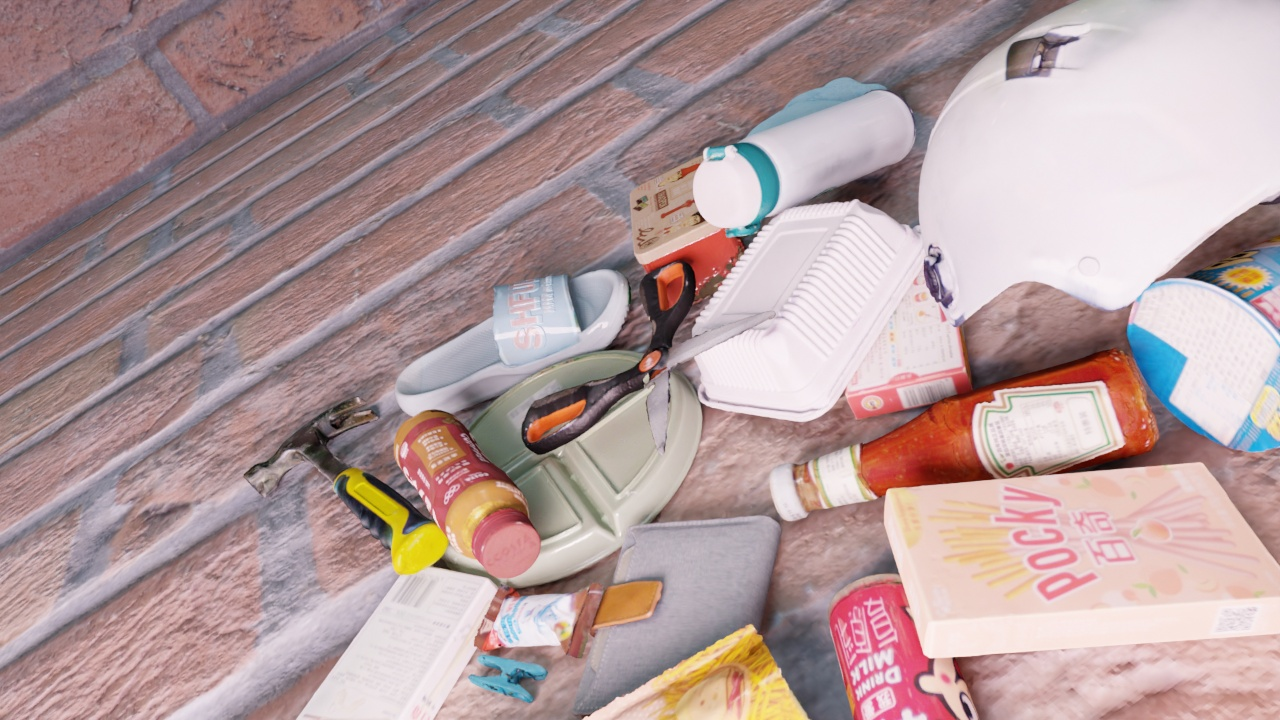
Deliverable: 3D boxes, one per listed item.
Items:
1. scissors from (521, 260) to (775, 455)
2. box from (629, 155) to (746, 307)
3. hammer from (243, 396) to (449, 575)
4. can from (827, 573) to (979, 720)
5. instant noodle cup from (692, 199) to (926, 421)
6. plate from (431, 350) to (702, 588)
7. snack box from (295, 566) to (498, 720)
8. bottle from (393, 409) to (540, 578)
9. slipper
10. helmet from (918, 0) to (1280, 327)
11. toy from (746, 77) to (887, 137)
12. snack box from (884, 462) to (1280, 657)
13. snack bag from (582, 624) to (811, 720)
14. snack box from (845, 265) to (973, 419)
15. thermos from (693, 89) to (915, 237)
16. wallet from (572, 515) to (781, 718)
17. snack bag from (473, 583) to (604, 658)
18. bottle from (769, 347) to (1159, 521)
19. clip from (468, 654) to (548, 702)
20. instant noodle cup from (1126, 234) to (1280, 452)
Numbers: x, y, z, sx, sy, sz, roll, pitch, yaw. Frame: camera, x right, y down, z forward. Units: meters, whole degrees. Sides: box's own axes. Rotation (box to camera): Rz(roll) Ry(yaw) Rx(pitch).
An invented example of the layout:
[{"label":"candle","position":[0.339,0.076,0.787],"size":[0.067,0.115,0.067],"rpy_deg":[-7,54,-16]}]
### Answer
[{"label":"scissors","position":[-0.003,0.003,0.649],"size":[0.221,0.021,0.229],"rpy_deg":[-35,27,20]},{"label":"box","position":[0.047,-0.110,0.816],"size":[0.091,0.078,0.168],"rpy_deg":[-24,28,11]},{"label":"hammer","position":[-0.238,0.102,0.766],"size":[0.126,0.032,0.324],"rpy_deg":[-44,31,-20]},{"label":"can","position":[0.124,0.164,0.412],"size":[0.053,0.053,0.132],"rpy_deg":[-22,35,12]},{"label":"instant noodle cup","position":[0.109,-0.045,0.652],"size":[0.173,0.060,0.138],"rpy_deg":[-52,28,-19]},{"label":"plate","position":[-0.063,0.071,0.698],"size":[0.230,0.027,0.229],"rpy_deg":[-20,35,14]},{"label":"snack box","position":[-0.162,0.206,0.599],"size":[0.085,0.027,0.156],"rpy_deg":[0,45,37]},{"label":"bottle","position":[-0.121,0.091,0.639],"size":[0.057,0.057,0.175],"rpy_deg":[-39,34,-13]},{"label":"slipper","position":[-0.122,-0.026,0.826],"size":[0.246,0.074,0.103],"rpy_deg":[-24,33,12]},{"label":"helmet","position":[0.256,-0.122,0.508],"size":[0.229,0.146,0.258],"rpy_deg":[-20,4,-1]},{"label":"toy","position":[0.169,-0.230,0.890],"size":[0.161,0.050,0.156],"rpy_deg":[-18,28,5]},{"label":"snack box","position":[0.202,0.091,0.428],"size":[0.157,0.026,0.084],"rpy_deg":[-5,37,3]},{"label":"snack bag","position":[-0.006,0.221,0.419],"size":[0.208,0.073,0.128],"rpy_deg":[-32,61,-3]},{"label":"snack box","position":[0.182,-0.028,0.639],"size":[0.077,0.027,0.155],"rpy_deg":[-15,37,23]},{"label":"thermos","position":[0.135,-0.162,0.747],"size":[0.223,0.073,0.073],"rpy_deg":[-28,27,-36]},{"label":"wallet","position":[0.020,0.146,0.530],"size":[0.107,0.037,0.129],"rpy_deg":[-8,39,28]},{"label":"snack bag","position":[-0.064,0.161,0.571],"size":[0.104,0.026,0.048],"rpy_deg":[-16,44,48]},{"label":"bottle","position":[0.174,0.050,0.519],"size":[0.206,0.060,0.059],"rpy_deg":[-20,35,22]},{"label":"clip","position":[-0.083,0.195,0.566],"size":[0.057,0.014,0.046],"rpy_deg":[-2,45,34]},{"label":"instant noodle cup","position":[0.330,-0.023,0.467],"size":[0.110,0.099,0.099],"rpy_deg":[-29,33,-9]}]
